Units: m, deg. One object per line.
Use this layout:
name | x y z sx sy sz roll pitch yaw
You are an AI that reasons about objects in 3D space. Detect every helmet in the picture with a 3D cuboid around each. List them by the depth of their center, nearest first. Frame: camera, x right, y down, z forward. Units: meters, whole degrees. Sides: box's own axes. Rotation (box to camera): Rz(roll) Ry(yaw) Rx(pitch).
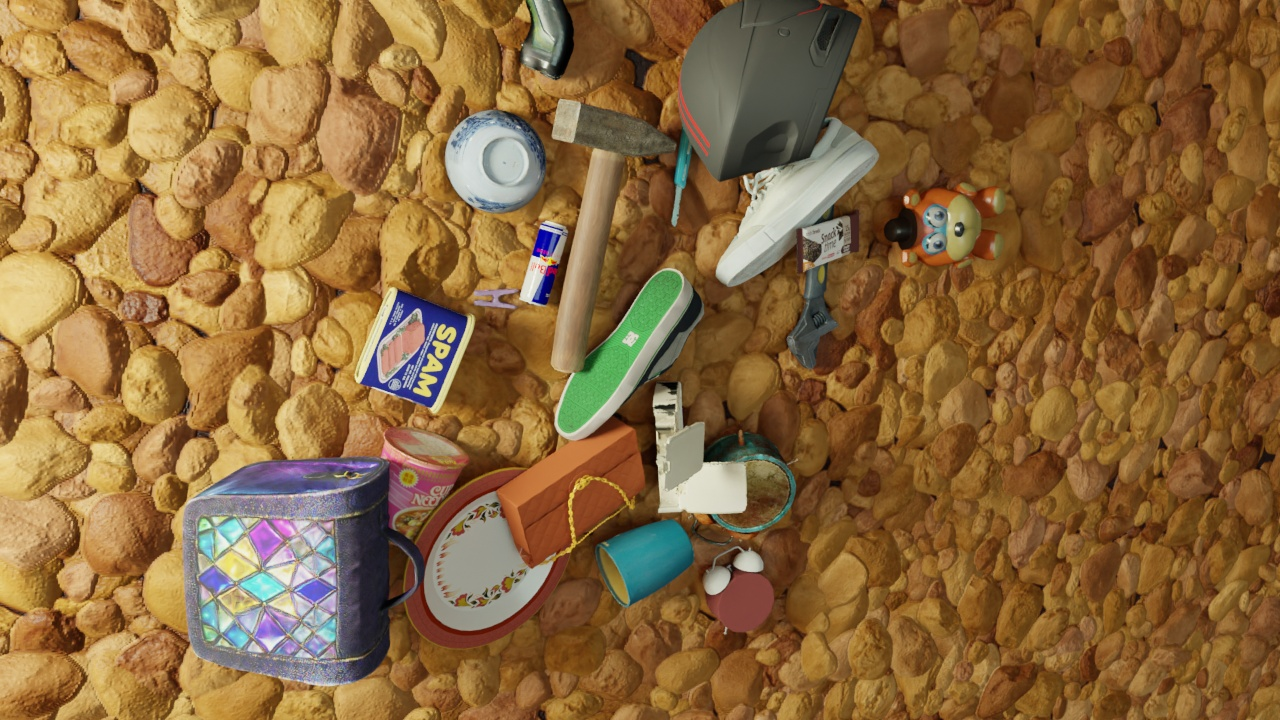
helmet | 0.130 -0.310 1.020 0.170 0.164 0.264 20 61 6

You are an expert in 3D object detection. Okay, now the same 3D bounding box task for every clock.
clock | 0.124 0.168 1.179 0.121 0.073 0.158 26 106 -19
clock | 0.130 0.306 1.224 0.087 0.044 0.124 -23 109 -16

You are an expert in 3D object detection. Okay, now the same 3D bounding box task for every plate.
plate | -0.175 0.229 1.071 0.229 0.021 0.230 -18 119 -36

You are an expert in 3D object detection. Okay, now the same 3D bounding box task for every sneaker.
sneaker | -0.007 0.006 1.091 0.235 0.084 0.079 -52 135 -2
sneaker | 0.171 -0.196 1.120 0.242 0.089 0.090 -44 77 7

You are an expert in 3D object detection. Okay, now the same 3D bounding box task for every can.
can | -0.246 -0.013 0.999 0.092 0.056 0.116 22 92 -23
can | -0.110 -0.110 1.045 0.032 0.032 0.095 15 95 -24

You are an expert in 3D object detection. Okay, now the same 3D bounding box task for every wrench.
wrench | 0.227 -0.123 1.183 0.073 0.022 0.273 -4 104 -27

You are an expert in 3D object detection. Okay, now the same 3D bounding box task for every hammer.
hammer | -0.052 -0.129 1.042 0.157 0.037 0.301 0 108 -46

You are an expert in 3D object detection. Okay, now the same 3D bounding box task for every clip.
clip | -0.164 -0.069 1.044 0.051 0.013 0.035 -4 101 -19

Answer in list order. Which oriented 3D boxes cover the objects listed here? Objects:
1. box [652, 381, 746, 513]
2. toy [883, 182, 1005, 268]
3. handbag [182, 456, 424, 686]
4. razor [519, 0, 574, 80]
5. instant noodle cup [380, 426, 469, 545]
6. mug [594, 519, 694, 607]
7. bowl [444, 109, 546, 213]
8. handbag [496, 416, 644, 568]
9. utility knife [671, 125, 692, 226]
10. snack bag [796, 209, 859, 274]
box | 0.069 0.116 1.063 0.106 0.192 0.143 -3 109 5
toy | 0.401 -0.176 1.211 0.176 0.096 0.112 -6 104 -9
handbag | -0.333 0.207 0.937 0.222 0.125 0.205 4 101 3
razor | -0.112 -0.377 0.983 0.067 0.054 0.151 -18 102 0
instant noodle cup | -0.253 0.142 1.013 0.097 0.097 0.109 18 101 -24
mug | 0.009 0.257 1.153 0.104 0.084 0.112 -23 137 -22
bowl | -0.151 -0.216 0.999 0.114 0.045 0.114 -5 103 -21
handbag | -0.071 0.160 1.077 0.171 0.060 0.109 -32 129 -28
utility knife | 0.052 -0.235 1.094 0.022 0.015 0.151 -4 106 -47
snack bag | 0.238 -0.150 1.150 0.157 0.013 0.057 -21 113 -46
